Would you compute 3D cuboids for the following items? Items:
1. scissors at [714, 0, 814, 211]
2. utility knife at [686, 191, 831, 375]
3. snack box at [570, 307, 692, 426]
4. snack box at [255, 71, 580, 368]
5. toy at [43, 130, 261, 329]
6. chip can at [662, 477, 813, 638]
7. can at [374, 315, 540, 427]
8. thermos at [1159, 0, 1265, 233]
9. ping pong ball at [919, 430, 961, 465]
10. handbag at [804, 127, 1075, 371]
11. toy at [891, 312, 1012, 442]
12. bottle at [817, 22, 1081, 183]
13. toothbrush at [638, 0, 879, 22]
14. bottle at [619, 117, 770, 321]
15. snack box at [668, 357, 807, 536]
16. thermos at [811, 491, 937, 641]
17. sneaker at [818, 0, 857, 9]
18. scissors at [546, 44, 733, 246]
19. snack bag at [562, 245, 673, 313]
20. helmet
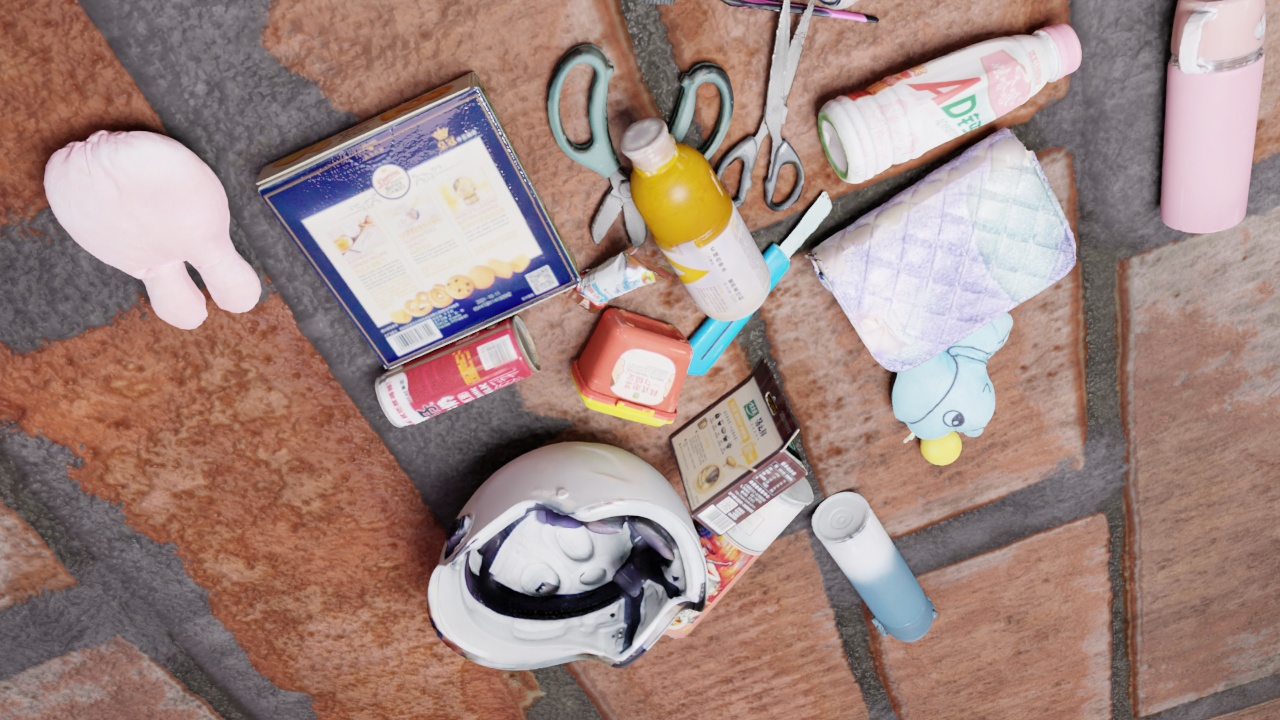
[{"bbox_3d":[0.111,-0.193,0.719,0.150,0.014,0.171,36,113,-30],"label":"scissors"},{"bbox_3d":[0.100,-0.064,0.806,0.034,0.018,0.205,28,113,-25],"label":"utility knife"},{"bbox_3d":[-0.005,0.005,0.798,0.091,0.082,0.080,17,109,-21],"label":"snack box"},{"bbox_3d":[-0.165,-0.103,0.714,0.178,0.045,0.182,-23,125,5],"label":"snack box"},{"bbox_3d":[-0.356,-0.095,0.679,0.121,0.054,0.159,-15,125,8],"label":"toy"},{"bbox_3d":[0.084,0.193,0.944,0.071,0.071,0.215,24,117,-24],"label":"chip can"},{"bbox_3d":[-0.156,0.010,0.787,0.133,0.053,0.053,-23,125,5],"label":"can"},{"bbox_3d":[0.459,-0.198,0.745,0.087,0.067,0.199,-41,131,-26],"label":"thermos"},{"bbox_3d":[0.304,0.086,0.930,0.040,0.040,0.040,-5,124,-7],"label":"ping pong ball"},{"bbox_3d":[0.255,-0.089,0.781,0.194,0.075,0.134,-32,114,10],"label":"handbag"},{"bbox_3d":[0.291,0.011,0.873,0.161,0.049,0.156,34,113,-19],"label":"toy"},{"bbox_3d":[0.240,-0.203,0.711,0.197,0.068,0.068,-23,125,0],"label":"bottle"},{"bbox_3d":[0.088,-0.260,0.675,0.189,0.014,0.018,3,133,-13],"label":"toothbrush"},{"bbox_3d":[0.043,-0.108,0.719,0.068,0.068,0.189,-29,134,9],"label":"bottle"},{"bbox_3d":[0.093,0.079,0.842,0.126,0.113,0.053,-37,123,15],"label":"snack box"},{"bbox_3d":[0.260,0.234,1.007,0.070,0.070,0.220,-30,124,10],"label":"thermos"},{"bbox_3d":[0.053,-0.307,0.582,0.241,0.118,0.088,42,90,-24],"label":"sneaker"},{"bbox_3d":[0.010,-0.169,0.719,0.176,0.019,0.175,-15,124,-1],"label":"scissors"},{"bbox_3d":[-0.022,-0.066,0.755,0.048,0.026,0.104,32,150,-30],"label":"snack bag"},{"bbox_3d":[-0.071,0.169,0.855,0.229,0.145,0.259,36,122,-26],"label":"helmet"}]
